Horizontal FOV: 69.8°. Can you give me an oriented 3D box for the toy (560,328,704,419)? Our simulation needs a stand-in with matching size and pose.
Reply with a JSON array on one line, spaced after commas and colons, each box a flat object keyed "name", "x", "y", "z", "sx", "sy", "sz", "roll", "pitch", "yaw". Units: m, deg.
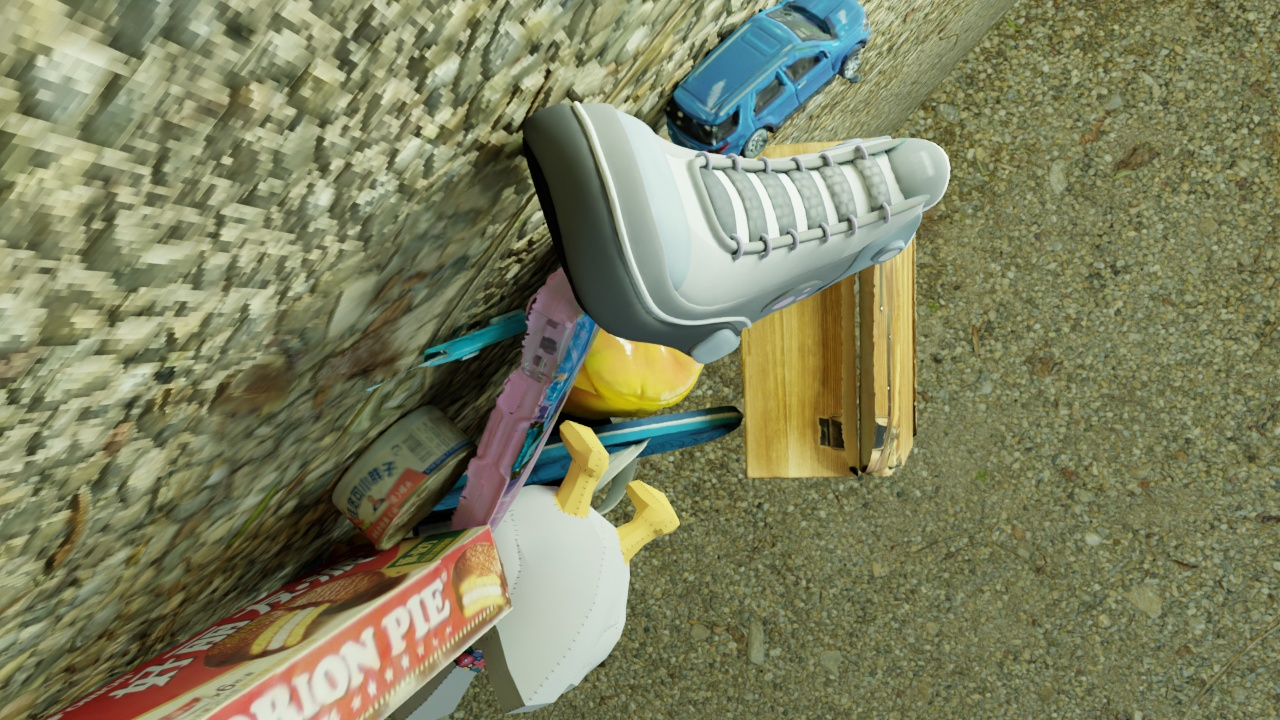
[{"name": "toy", "x": -0.005, "y": 0.004, "z": 0.760, "sx": 0.134, "sy": 0.087, "sz": 0.194, "roll": -17, "pitch": 174, "yaw": -18}]

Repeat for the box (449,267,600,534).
[{"name": "box", "x": -0.052, "y": 0.000, "z": 0.579, "sx": 0.231, "sy": 0.035, "sz": 0.159, "roll": -61, "pitch": 180, "yaw": 44}]

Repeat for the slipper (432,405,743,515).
[{"name": "slipper", "x": -0.043, "y": 0.097, "z": 0.787, "sx": 0.294, "sy": 0.060, "sz": 0.118, "roll": -12, "pitch": 160, "yaw": -16}]

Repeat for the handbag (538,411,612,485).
[{"name": "handbag", "x": -0.100, "y": 0.076, "z": 0.918, "sx": 0.125, "sy": 0.114, "sz": 0.154, "roll": -21, "pitch": 172, "yaw": -14}]

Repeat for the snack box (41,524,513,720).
[{"name": "snack box", "x": -0.179, "y": 0.162, "z": 0.495, "sx": 0.113, "sy": 0.060, "sz": 0.235, "roll": -12, "pitch": -174, "yaw": 25}]

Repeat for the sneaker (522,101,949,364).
[{"name": "sneaker", "x": 0.059, "y": -0.070, "z": 0.408, "sx": 0.160, "sy": 0.093, "sz": 0.256, "roll": -21, "pitch": 171, "yaw": 12}]

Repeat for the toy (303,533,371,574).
[{"name": "toy", "x": -0.191, "y": 0.172, "z": 0.655, "sx": 0.090, "sy": 0.103, "sz": 0.071, "roll": -29, "pitch": 158, "yaw": -54}]

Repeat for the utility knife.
[{"name": "utility knife", "x": -0.099, "y": -0.006, "z": 0.482, "sx": 0.022, "sy": 0.015, "sz": 0.168, "roll": -16, "pitch": -173, "yaw": 24}]

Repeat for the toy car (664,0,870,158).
[{"name": "toy car", "x": 0.067, "y": -0.150, "z": 0.476, "sx": 0.120, "sy": 0.056, "sz": 0.043, "roll": -41, "pitch": 152, "yaw": -7}]

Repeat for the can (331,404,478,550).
[{"name": "can", "x": -0.142, "y": 0.071, "z": 0.560, "sx": 0.086, "sy": 0.043, "sz": 0.086, "roll": -46, "pitch": 175, "yaw": -5}]

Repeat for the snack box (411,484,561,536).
[{"name": "snack box", "x": -0.141, "y": 0.149, "z": 0.875, "sx": 0.150, "sy": 0.027, "sz": 0.082, "roll": -9, "pitch": 164, "yaw": -11}]

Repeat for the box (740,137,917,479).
[{"name": "box", "x": 0.175, "y": -0.046, "z": 0.834, "sx": 0.247, "sy": 0.176, "sz": 0.279, "roll": -14, "pitch": 103, "yaw": -80}]

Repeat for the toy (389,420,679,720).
[{"name": "toy", "x": -0.094, "y": 0.180, "z": 0.677, "sx": 0.267, "sy": 0.141, "sz": 0.247, "roll": -47, "pitch": -162, "yaw": -2}]
